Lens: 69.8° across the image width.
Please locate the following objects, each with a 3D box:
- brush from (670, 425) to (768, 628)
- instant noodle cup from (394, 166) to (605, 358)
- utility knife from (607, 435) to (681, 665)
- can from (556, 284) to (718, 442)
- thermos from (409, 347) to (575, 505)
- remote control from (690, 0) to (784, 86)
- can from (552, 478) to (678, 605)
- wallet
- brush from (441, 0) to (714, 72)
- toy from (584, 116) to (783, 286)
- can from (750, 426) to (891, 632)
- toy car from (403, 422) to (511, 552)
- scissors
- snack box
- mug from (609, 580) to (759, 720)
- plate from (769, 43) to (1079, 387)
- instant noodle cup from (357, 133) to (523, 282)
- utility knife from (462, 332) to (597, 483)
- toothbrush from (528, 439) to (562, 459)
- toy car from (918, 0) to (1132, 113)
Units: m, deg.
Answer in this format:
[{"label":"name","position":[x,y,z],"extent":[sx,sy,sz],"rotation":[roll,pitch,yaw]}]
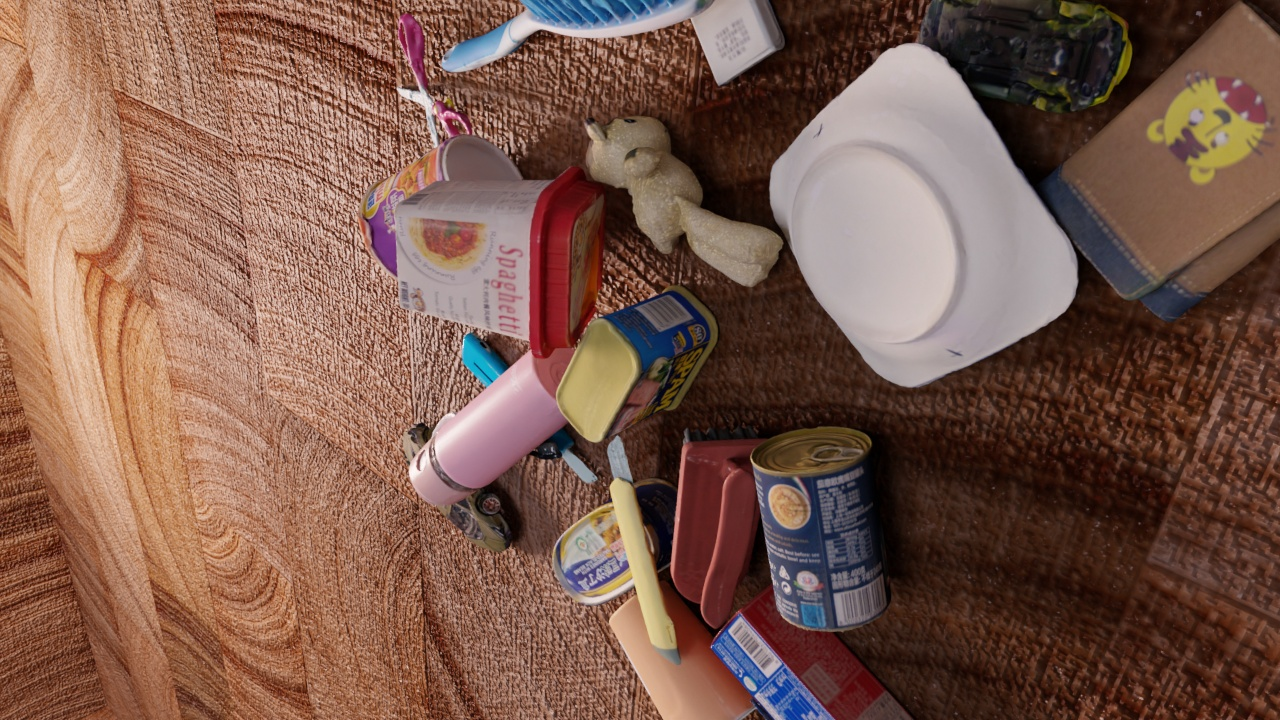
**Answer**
[{"label":"brush","position":[0.054,0.120,0.650],"extent":[0.069,0.063,0.146],"rotation":[-110,22,-57]},{"label":"instant noodle cup","position":[-0.096,-0.074,0.634],"extent":[0.124,0.116,0.116],"rotation":[9,116,9]},{"label":"utility knife","position":[-0.001,0.144,0.685],"extent":[0.031,0.019,0.183],"rotation":[-5,108,41]},{"label":"can","position":[-0.004,0.004,0.651],"extent":[0.057,0.083,0.102],"rotation":[47,134,20]},{"label":"thermos","position":[-0.124,0.052,0.786],"extent":[0.199,0.067,0.087],"rotation":[-38,44,36]},{"label":"remote control","position":[0.042,-0.231,0.545],"extent":[0.049,0.024,0.125],"rotation":[-21,93,49]},{"label":"can","position":[-0.017,0.151,0.756],"extent":[0.074,0.049,0.149],"rotation":[57,136,9]},{"label":"wallet","position":[0.247,-0.084,0.404],"extent":[0.090,0.033,0.116],"rotation":[53,132,15]},{"label":"brush","position":[-0.073,-0.235,0.601],"extent":[0.315,0.109,0.060],"rotation":[13,75,42]},{"label":"toy","position":[0.026,-0.105,0.593],"extent":[0.157,0.066,0.105],"rotation":[42,177,23]},{"label":"can","position":[0.116,0.107,0.585],"extent":[0.075,0.075,0.111],"rotation":[3,110,44]},{"label":"toy car","position":[-0.183,0.127,0.909],"extent":[0.158,0.042,0.070],"rotation":[47,146,16]},{"label":"scissors","position":[-0.175,-0.218,0.759],"extent":[0.133,0.017,0.134],"rotation":[33,142,46]},{"label":"snack box","position":[0.143,0.253,0.638],"extent":[0.207,0.058,0.057],"rotation":[46,134,21]},{"label":"mug","position":[0.032,0.243,0.735],"extent":[0.122,0.078,0.078],"rotation":[51,136,22]},{"label":"plate","position":[0.134,-0.066,0.498],"extent":[0.163,0.034,0.165],"rotation":[59,149,7]},{"label":"instant noodle cup","position":[-0.149,-0.119,0.730],"extent":[0.099,0.111,0.111],"rotation":[-26,89,39]},{"label":"utility knife","position":[-0.099,0.045,0.813],"extent":[0.182,0.018,0.034],"rotation":[44,133,20]},{"label":"toothbrush","position":[-0.127,0.075,0.845],"extent":[0.189,0.014,0.017],"rotation":[2,112,51]},{"label":"toy car","position":[0.181,-0.150,0.439],"extent":[0.105,0.032,0.048],"rotation":[33,129,45]}]
